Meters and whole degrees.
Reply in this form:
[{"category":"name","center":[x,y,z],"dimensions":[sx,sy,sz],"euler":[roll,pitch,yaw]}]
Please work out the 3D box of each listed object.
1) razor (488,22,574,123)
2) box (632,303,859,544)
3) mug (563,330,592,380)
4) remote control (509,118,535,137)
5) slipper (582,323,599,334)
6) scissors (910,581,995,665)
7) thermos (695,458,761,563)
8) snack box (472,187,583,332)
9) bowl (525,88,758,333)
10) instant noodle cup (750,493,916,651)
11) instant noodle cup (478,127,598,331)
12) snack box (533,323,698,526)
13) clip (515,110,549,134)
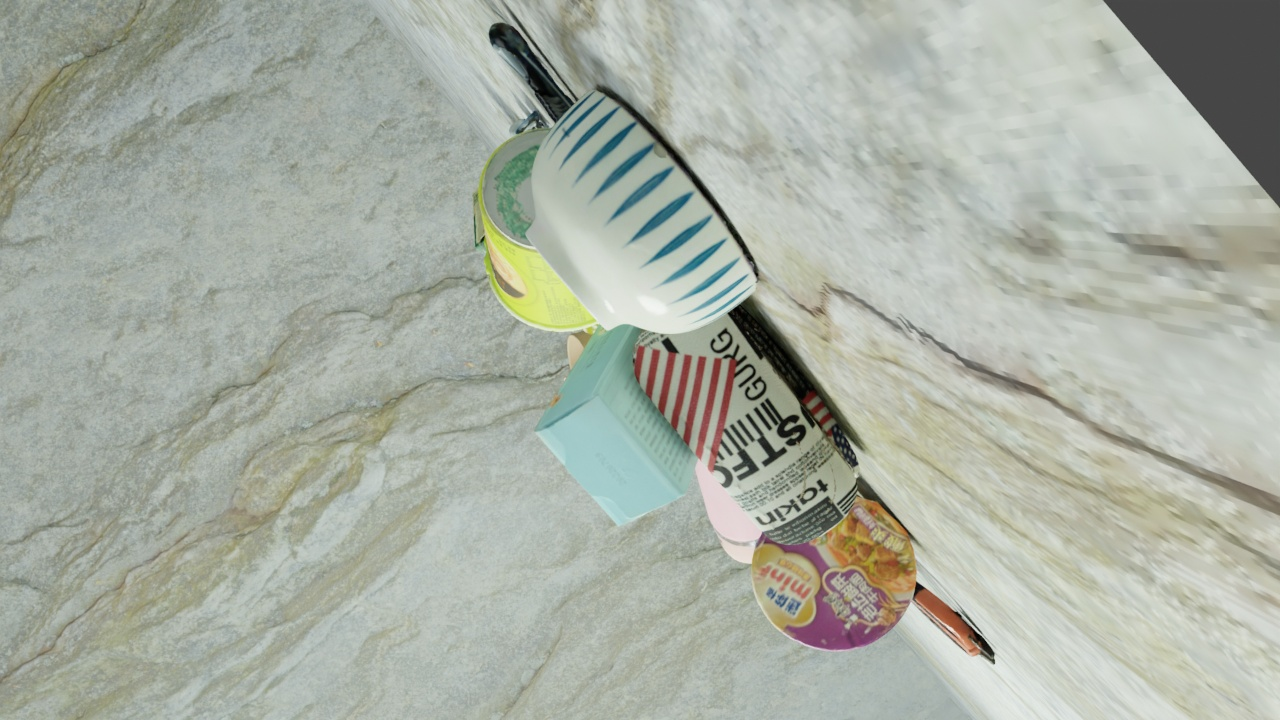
[{"category":"razor","center":[-0.032,-0.117,0.486],"dimensions":[0.043,0.022,0.143],"euler":[-1,132,55]},{"category":"box","center":[0.062,0.022,0.513],"dimensions":[0.163,0.076,0.087],"euler":[49,-166,-19]},{"category":"mug","center":[-0.005,0.005,0.794],"dimensions":[0.125,0.103,0.084],"euler":[159,92,-73]},{"category":"remote control","center":[-0.068,-0.144,0.785],"dimensions":[0.136,0.020,0.055],"euler":[56,-172,-12]},{"category":"slipper","center":[-0.008,-0.046,0.693],"dimensions":[0.190,0.081,0.091],"euler":[52,-177,18]},{"category":"scissors","center":[0.191,0.159,0.735],"dimensions":[0.208,0.015,0.185],"euler":[44,176,-21]},{"category":"thermos","center":[0.084,0.105,0.744],"dimensions":[0.199,0.067,0.087],"euler":[74,174,-48]},{"category":"snack box","center":[-0.075,-0.097,0.983],"dimensions":[0.240,0.063,0.114],"euler":[42,-159,-35]},{"category":"bowl","center":[-0.009,-0.056,0.415],"dimensions":[0.116,0.066,0.116],"euler":[50,180,-1]},{"category":"instant noodle cup","center":[0.138,0.142,0.671],"dimensions":[0.111,0.112,0.099],"euler":[50,-171,3]},{"category":"instant noodle cup","center":[-0.055,-0.088,0.591],"dimensions":[0.111,0.111,0.123],"euler":[50,172,11]},{"category":"snack box","center":[0.005,0.010,0.542],"dimensions":[0.074,0.052,0.174],"euler":[50,-148,-15]},{"category":"clip","center":[-0.083,-0.176,0.706],"dimensions":[0.038,0.026,0.058],"euler":[42,-175,-7]}]
